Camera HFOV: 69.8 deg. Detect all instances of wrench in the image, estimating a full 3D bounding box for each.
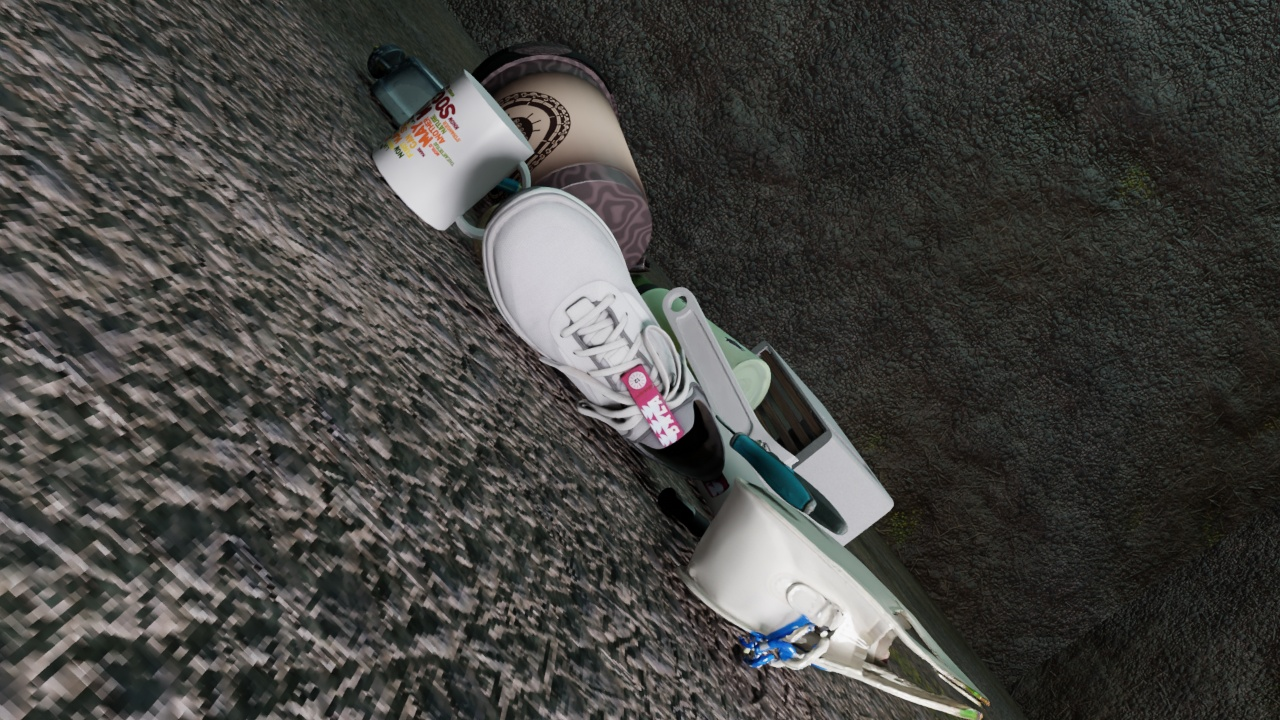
[{"bbox_3d":[0.075,0.040,0.920,0.018,0.087,0.273,38,22,-58],"label":"wrench"}]

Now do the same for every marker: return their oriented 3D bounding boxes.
[{"bbox_3d":[0.058,0.139,0.714,0.140,0.016,0.016,45,10,-37],"label":"marker"}]

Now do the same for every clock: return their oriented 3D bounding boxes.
[{"bbox_3d":[-0.205,-0.239,0.842,0.129,0.052,0.090,50,6,29],"label":"clock"}]

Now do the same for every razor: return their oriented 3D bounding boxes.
[{"bbox_3d":[-0.127,-0.150,0.772,0.144,0.022,0.042,27,-8,8],"label":"razor"}]

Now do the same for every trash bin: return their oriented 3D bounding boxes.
[{"bbox_3d":[0.159,0.097,1.009,0.114,0.114,0.228,45,11,-26],"label":"trash bin"}]

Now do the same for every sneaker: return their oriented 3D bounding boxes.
[{"bbox_3d":[-0.016,-0.004,0.638,0.263,0.097,0.128,54,-1,-40],"label":"sneaker"}]

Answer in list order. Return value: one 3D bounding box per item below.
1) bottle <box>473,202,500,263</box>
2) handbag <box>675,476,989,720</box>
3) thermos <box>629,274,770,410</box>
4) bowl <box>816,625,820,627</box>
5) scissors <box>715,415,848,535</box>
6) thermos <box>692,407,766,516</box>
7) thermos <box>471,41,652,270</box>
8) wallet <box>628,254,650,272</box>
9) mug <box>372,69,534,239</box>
[{"bbox_3d":[-0.080,-0.079,0.777,0.059,0.059,0.167,54,7,21],"label":"bottle"},{"bbox_3d":[0.125,0.172,0.593,0.199,0.093,0.200,36,0,26],"label":"handbag"},{"bbox_3d":[0.043,-0.020,1.042,0.231,0.082,0.082,41,-1,42],"label":"thermos"},{"bbox_3d":[0.162,0.223,0.877,0.102,0.026,0.114,32,21,-41],"label":"bowl"},{"bbox_3d":[0.095,0.077,0.640,0.148,0.019,0.132,38,4,11],"label":"scissors"},{"bbox_3d":[0.070,0.096,0.846,0.052,0.052,0.224,42,12,-50],"label":"thermos"},{"bbox_3d":[-0.083,-0.189,0.910,0.172,0.173,0.226,43,18,-46],"label":"thermos"},{"bbox_3d":[-0.039,-0.118,1.092,0.120,0.099,0.031,-33,126,-84],"label":"wallet"},{"bbox_3d":[-0.127,-0.141,0.672,0.105,0.089,0.073,49,8,-16],"label":"mug"}]
